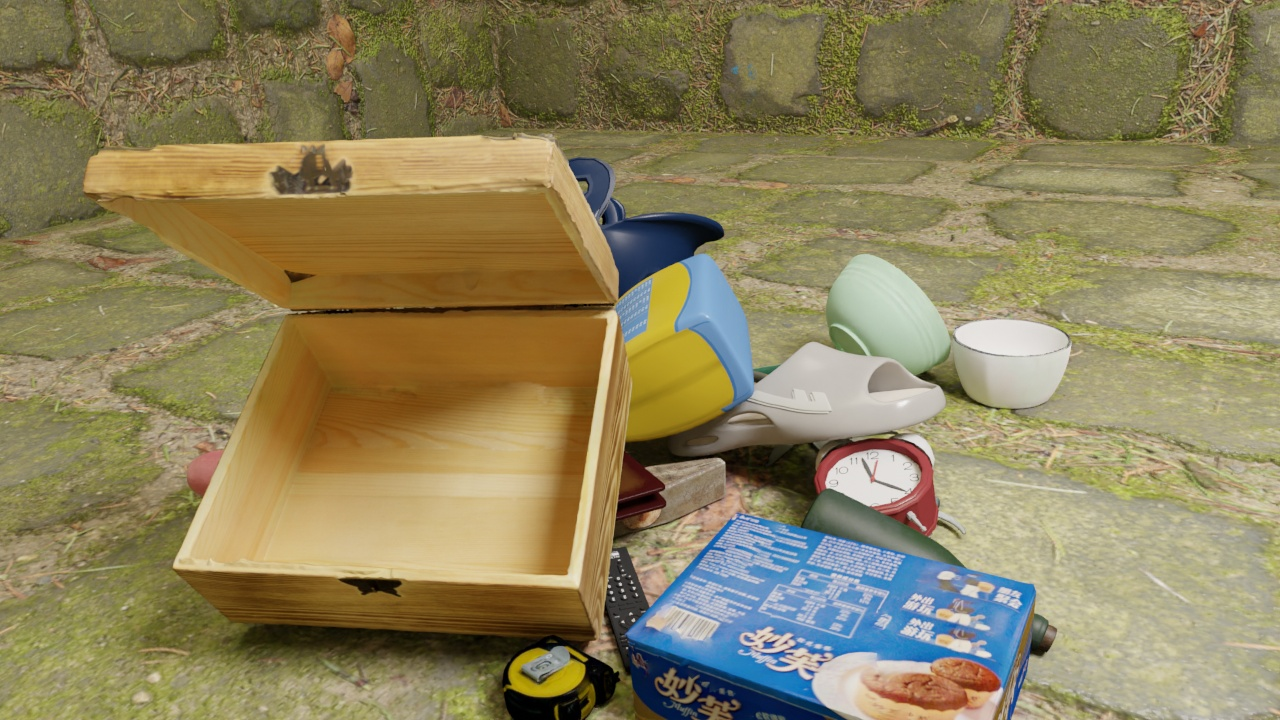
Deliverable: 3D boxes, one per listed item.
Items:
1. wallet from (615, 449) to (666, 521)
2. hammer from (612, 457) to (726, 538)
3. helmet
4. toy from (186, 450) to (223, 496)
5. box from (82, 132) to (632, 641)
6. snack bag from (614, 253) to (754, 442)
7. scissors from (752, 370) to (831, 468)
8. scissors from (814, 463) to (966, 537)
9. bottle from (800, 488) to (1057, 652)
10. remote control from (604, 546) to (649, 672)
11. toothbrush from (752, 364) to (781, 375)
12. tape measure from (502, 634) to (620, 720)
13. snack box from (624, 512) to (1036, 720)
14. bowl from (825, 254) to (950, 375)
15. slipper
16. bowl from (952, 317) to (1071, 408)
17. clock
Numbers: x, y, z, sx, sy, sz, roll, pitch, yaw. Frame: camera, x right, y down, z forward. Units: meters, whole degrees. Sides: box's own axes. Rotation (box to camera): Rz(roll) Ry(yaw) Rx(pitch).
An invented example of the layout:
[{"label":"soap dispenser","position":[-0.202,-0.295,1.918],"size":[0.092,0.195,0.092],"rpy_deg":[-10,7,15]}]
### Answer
[{"label":"wallet","position":[-0.038,0.099,0.759],"size":[0.091,0.018,0.115],"rpy_deg":[-13,21,-19]},{"label":"hammer","position":[-0.049,0.078,0.889],"size":[0.157,0.037,0.301],"rpy_deg":[-12,23,-20]},{"label":"helmet","position":[-0.028,-0.130,1.158],"size":[0.272,0.223,0.232],"rpy_deg":[-13,-2,2]},{"label":"toy","position":[-0.302,0.100,0.814],"size":[0.237,0.097,0.191],"rpy_deg":[-8,33,19]},{"label":"box","position":[-0.164,-0.014,0.612],"size":[0.279,0.324,0.283],"rpy_deg":[-1,49,9]},{"label":"snack bag","position":[-0.005,0.005,0.853],"size":[0.205,0.102,0.158],"rpy_deg":[-26,22,16]},{"label":"scissors","position":[0.178,0.053,0.937],"size":[0.216,0.016,0.225],"rpy_deg":[-9,26,-14]},{"label":"scissors","position":[0.221,0.108,0.789],"size":[0.154,0.019,0.124],"rpy_deg":[18,32,39]},{"label":"bottle","position":[0.195,0.149,0.629],"size":[0.174,0.055,0.055],"rpy_deg":[25,32,23]},{"label":"remote control","position":[-0.011,0.177,0.668],"size":[0.030,0.009,0.140],"rpy_deg":[-8,22,-10]},{"label":"toothbrush","position":[0.177,0.006,1.058],"size":[0.189,0.016,0.017],"rpy_deg":[-10,25,-15]},{"label":"tape measure","position":[-0.056,0.202,0.577],"size":[0.062,0.034,0.061],"rpy_deg":[13,29,38]},{"label":"snack box","position":[0.117,0.178,0.559],"size":[0.203,0.069,0.154],"rpy_deg":[9,25,30]},{"label":"bowl","position":[0.257,-0.035,1.006],"size":[0.077,0.151,0.151],"rpy_deg":[-39,30,-9]},{"label":"slipper","position":[0.132,0.030,0.824],"size":[0.267,0.080,0.112],"rpy_deg":[-12,2,40]},{"label":"bowl","position":[0.384,0.004,0.957],"size":[0.116,0.066,0.116],"rpy_deg":[-4,21,1]},{"label":"clock","position":[0.188,0.100,0.738],"size":[0.096,0.048,0.137],"rpy_deg":[-7,33,17]}]
